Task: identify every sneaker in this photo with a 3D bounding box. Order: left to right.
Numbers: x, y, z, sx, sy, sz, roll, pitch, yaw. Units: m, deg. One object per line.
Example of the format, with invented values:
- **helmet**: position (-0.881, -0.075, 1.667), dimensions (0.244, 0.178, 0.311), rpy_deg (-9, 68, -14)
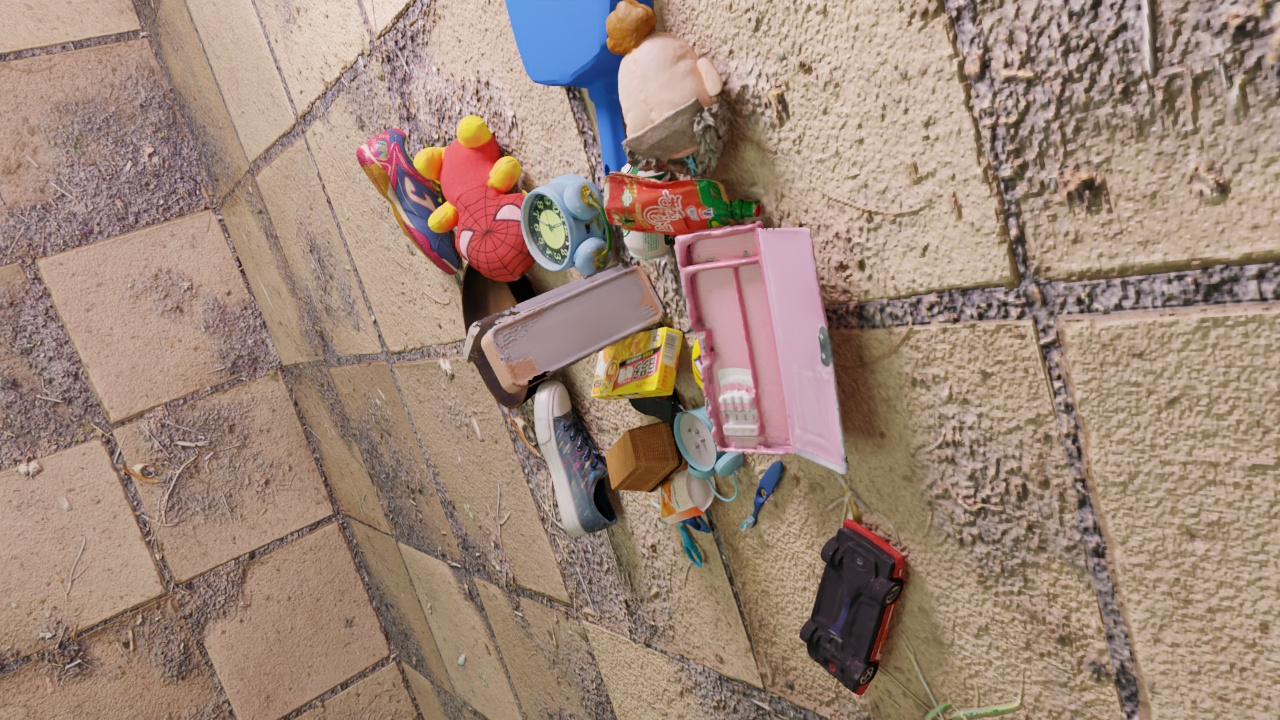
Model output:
- **sneaker**: position (-0.334, -0.244, 1.417), dimensions (0.116, 0.091, 0.242), rpy_deg (26, 151, 54)
- **sneaker**: position (-0.087, 0.138, 1.314), dimensions (0.079, 0.087, 0.235), rpy_deg (-9, 102, 22)

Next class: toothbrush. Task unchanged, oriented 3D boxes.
- **toothbrush**: position (0.136, 0.154, 1.029), dimensions (0.021, 0.016, 0.133), rpy_deg (46, 144, 25)

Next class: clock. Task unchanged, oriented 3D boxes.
- **clock**: position (-0.082, -0.162, 1.100), dimensions (0.162, 0.059, 0.118), rpy_deg (8, 116, 50)
- **clock**: position (0.079, 0.107, 1.058), dimensions (0.088, 0.041, 0.123), rpy_deg (-20, 92, 59)

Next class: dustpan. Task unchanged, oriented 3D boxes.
- **dustpan**: position (-0.060, -0.315, 0.965), dimensions (0.246, 0.059, 0.258), rpy_deg (5, 105, 55)

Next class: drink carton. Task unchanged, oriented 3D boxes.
- **drink carton**: position (0.048, 0.168, 1.149), dimensions (0.122, 0.038, 0.069), rpy_deg (144, 127, -61)

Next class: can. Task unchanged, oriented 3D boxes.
- **can**: position (0.007, -0.162, 0.972), dimensions (0.053, 0.053, 0.101), rpy_deg (30, 133, 44)

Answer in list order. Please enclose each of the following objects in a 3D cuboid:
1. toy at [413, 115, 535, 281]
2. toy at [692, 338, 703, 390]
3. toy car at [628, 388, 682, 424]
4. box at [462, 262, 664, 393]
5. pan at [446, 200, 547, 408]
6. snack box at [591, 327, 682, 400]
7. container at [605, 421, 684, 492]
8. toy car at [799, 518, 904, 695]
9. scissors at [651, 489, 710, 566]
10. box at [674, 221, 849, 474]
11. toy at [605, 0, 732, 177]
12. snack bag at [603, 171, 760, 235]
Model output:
- **toy**: position (-0.203, -0.203, 1.211), dimensions (0.148, 0.098, 0.216), rpy_deg (-29, 86, 29)
- **toy**: position (0.093, 0.007, 0.971), dimensions (0.095, 0.041, 0.094), rpy_deg (47, 140, 22)
- **toy car**: position (0.013, 0.048, 1.121), dimensions (0.092, 0.036, 0.042), rpy_deg (32, 135, 42)
- **box**: position (-0.080, -0.035, 1.033), dimensions (0.107, 0.215, 0.095), rpy_deg (47, 145, 25)
- **pan**: position (-0.217, -0.106, 1.349), dimensions (0.249, 0.043, 0.356), rpy_deg (-27, 81, 60)
- **snack box**: position (-0.007, 0.006, 1.097), dimensions (0.153, 0.025, 0.075), rpy_deg (-9, 68, 58)
- **container**: position (0.002, 0.122, 1.147), dimensions (0.114, 0.061, 0.063), rpy_deg (128, 133, -56)
- **toy car**: position (0.218, 0.253, 0.937), dimensions (0.081, 0.056, 0.190), rpy_deg (33, 130, 40)
- **scissors**: position (0.053, 0.201, 1.193), dimensions (0.132, 0.015, 0.110), rpy_deg (57, 150, 25)
- **box**: position (0.124, -0.015, 0.876), dimensions (0.180, 0.059, 0.233), rpy_deg (7, 113, 48)
- **toy**: position (0.021, -0.255, 0.866), dimensions (0.133, 0.076, 0.176), rpy_deg (-15, 104, 42)
- **snack bag**: position (0.042, -0.151, 0.898), dimensions (0.155, 0.044, 0.087), rpy_deg (7, 150, 22)
